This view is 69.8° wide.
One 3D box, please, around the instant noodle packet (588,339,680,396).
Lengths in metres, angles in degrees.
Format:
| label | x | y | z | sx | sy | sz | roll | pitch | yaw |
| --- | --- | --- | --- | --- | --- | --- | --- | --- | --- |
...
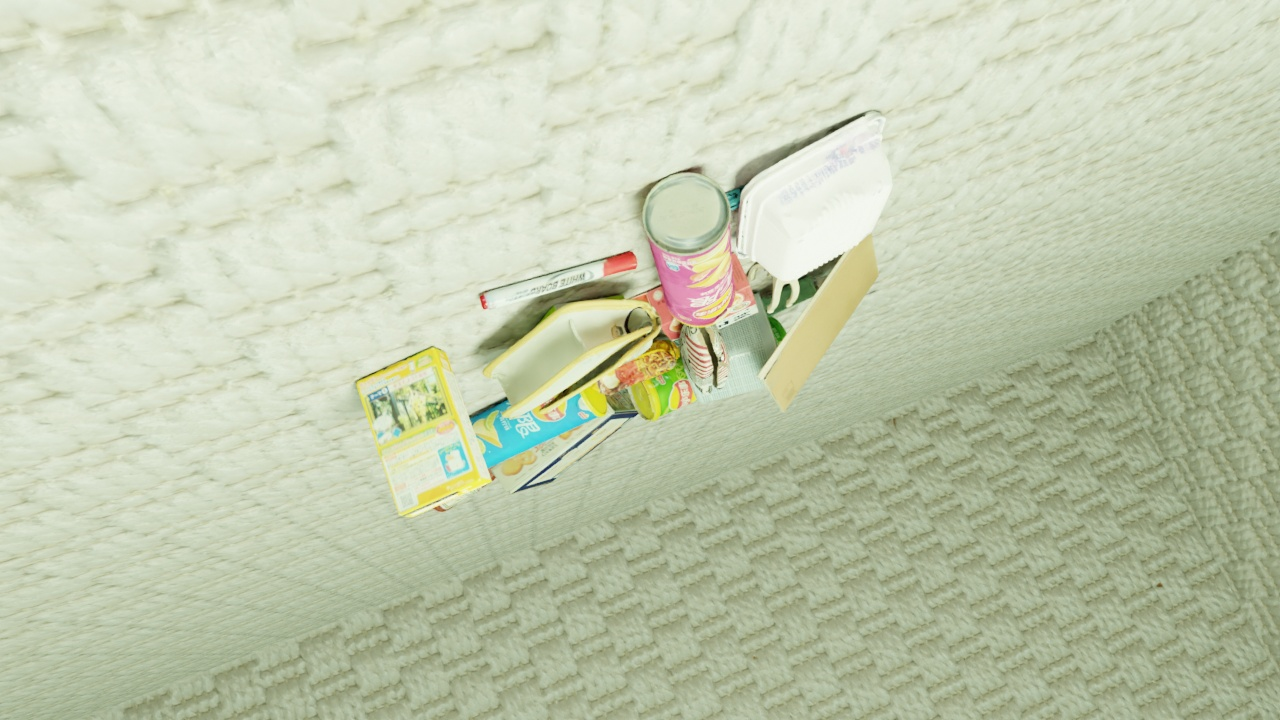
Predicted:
| label | x | y | z | sx | sy | sz | roll | pitch | yaw |
| --- | --- | --- | --- | --- | --- | --- | --- | --- | --- |
| instant noodle packet | -0.006 | 0.006 | 1.094 | 0.111 | 0.044 | 0.128 | -16 | -177 | 5 |

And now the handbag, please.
| label | x | y | z | sx | sy | sz | roll | pitch | yaw |
| --- | --- | --- | --- | --- | --- | --- | --- | --- | --- |
| handbag | -0.046 | -0.002 | 0.917 | 0.178 | 0.063 | 0.164 | -11 | 164 | -46 |

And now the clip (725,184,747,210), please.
| label | x | y | z | sx | sy | sz | roll | pitch | yaw |
| --- | --- | --- | --- | --- | --- | --- | --- | --- | --- |
| clip | 0.085 | -0.141 | 0.796 | 0.057 | 0.015 | 0.049 | -19 | 168 | -9 |

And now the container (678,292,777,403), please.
| label | x | y | z | sx | sy | sz | roll | pitch | yaw |
| --- | --- | --- | --- | --- | --- | --- | --- | --- | --- |
| container | 0.107 | -0.011 | 1.109 | 0.111 | 0.089 | 0.090 | -17 | 141 | 6 |

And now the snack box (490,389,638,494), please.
| label | x | y | z | sx | sy | sz | roll | pitch | yaw |
| --- | --- | --- | --- | --- | --- | --- | --- | --- | --- |
| snack box | -0.095 | 0.108 | 1.263 | 0.178 | 0.046 | 0.182 | -38 | 170 | 8 |

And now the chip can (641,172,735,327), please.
| label | x | y | z | sx | sy | sz | roll | pitch | yaw |
| --- | --- | --- | --- | --- | --- | --- | --- | --- | --- |
| chip can | 0.046 | -0.090 | 0.806 | 0.071 | 0.071 | 0.210 | -22 | 166 | 2 |

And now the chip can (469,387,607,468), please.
| label | x | y | z | sx | sy | sz | roll | pitch | yaw |
| --- | --- | --- | --- | --- | --- | --- | --- | --- | --- |
| chip can | -0.148 | 0.079 | 1.137 | 0.210 | 0.071 | 0.071 | -26 | 165 | 15 |

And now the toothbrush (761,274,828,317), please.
| label | x | y | z | sx | sy | sz | roll | pitch | yaw |
| --- | --- | --- | --- | --- | --- | --- | --- | --- | --- |
| toothbrush | 0.185 | -0.080 | 1.143 | 0.225 | 0.027 | 0.026 | -25 | -160 | 12 |

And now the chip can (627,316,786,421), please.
| label | x | y | z | sx | sy | sz | roll | pitch | yaw |
| --- | --- | --- | --- | --- | --- | --- | --- | --- | --- |
| chip can | 0.094 | 0.008 | 1.208 | 0.221 | 0.072 | 0.073 | -22 | 167 | -19 |

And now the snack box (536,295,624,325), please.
| label | x | y | z | sx | sy | sz | roll | pitch | yaw |
| --- | --- | --- | --- | --- | --- | --- | --- | --- | --- |
| snack box | -0.082 | -0.019 | 0.968 | 0.085 | 0.026 | 0.157 | -11 | 163 | -35 |

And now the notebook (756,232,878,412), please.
| label | x | y | z | sx | sy | sz | roll | pitch | yaw |
| --- | --- | --- | --- | --- | --- | --- | --- | --- | --- |
| notebook | 0.214 | -0.043 | 1.074 | 0.211 | 0.012 | 0.149 | -54 | 155 | -4 |

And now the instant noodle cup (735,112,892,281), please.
| label | x | y | z | sx | sy | sz | roll | pitch | yaw |
| --- | --- | --- | --- | --- | --- | --- | --- | --- | --- |
| instant noodle cup | 0.157 | -0.131 | 0.813 | 0.138 | 0.060 | 0.173 | -30 | 165 | -3 |

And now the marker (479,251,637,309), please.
| label | x | y | z | sx | sy | sz | roll | pitch | yaw |
| --- | --- | --- | --- | --- | --- | --- | --- | --- | --- |
| marker | -0.071 | -0.071 | 0.813 | 0.145 | 0.017 | 0.017 | -18 | 165 | -17 |

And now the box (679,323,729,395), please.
| label | x | y | z | sx | sy | sz | roll | pitch | yaw |
| --- | --- | --- | --- | --- | --- | --- | --- | --- | --- |
| box | 0.073 | -0.008 | 0.978 | 0.060 | 0.071 | 0.164 | -4 | 168 | 0 |

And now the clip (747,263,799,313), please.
| label | x | y | z | sx | sy | sz | roll | pitch | yaw |
| --- | --- | --- | --- | --- | --- | --- | --- | --- | --- |
| clip | 0.155 | -0.088 | 0.991 | 0.035 | 0.094 | 0.102 | -16 | 176 | -21 |

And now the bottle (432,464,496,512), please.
| label | x | y | z | sx | sy | sz | roll | pitch | yaw |
| --- | --- | --- | --- | --- | --- | --- | --- | --- | --- |
| bottle | -0.220 | 0.146 | 1.308 | 0.206 | 0.059 | 0.059 | -32 | 164 | 15 |

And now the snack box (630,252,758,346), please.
| label | x | y | z | sx | sy | sz | roll | pitch | yaw |
| --- | --- | --- | --- | --- | --- | --- | --- | --- | --- |
| snack box | 0.059 | -0.058 | 0.997 | 0.127 | 0.044 | 0.113 | -24 | 166 | 7 |

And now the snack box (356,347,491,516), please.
| label | x | y | z | sx | sy | sz | roll | pitch | yaw |
| --- | --- | --- | --- | --- | --- | --- | --- | --- | --- |
| snack box | -0.206 | 0.067 | 0.868 | 0.087 | 0.140 | 0.033 | -25 | 167 | 7 |
